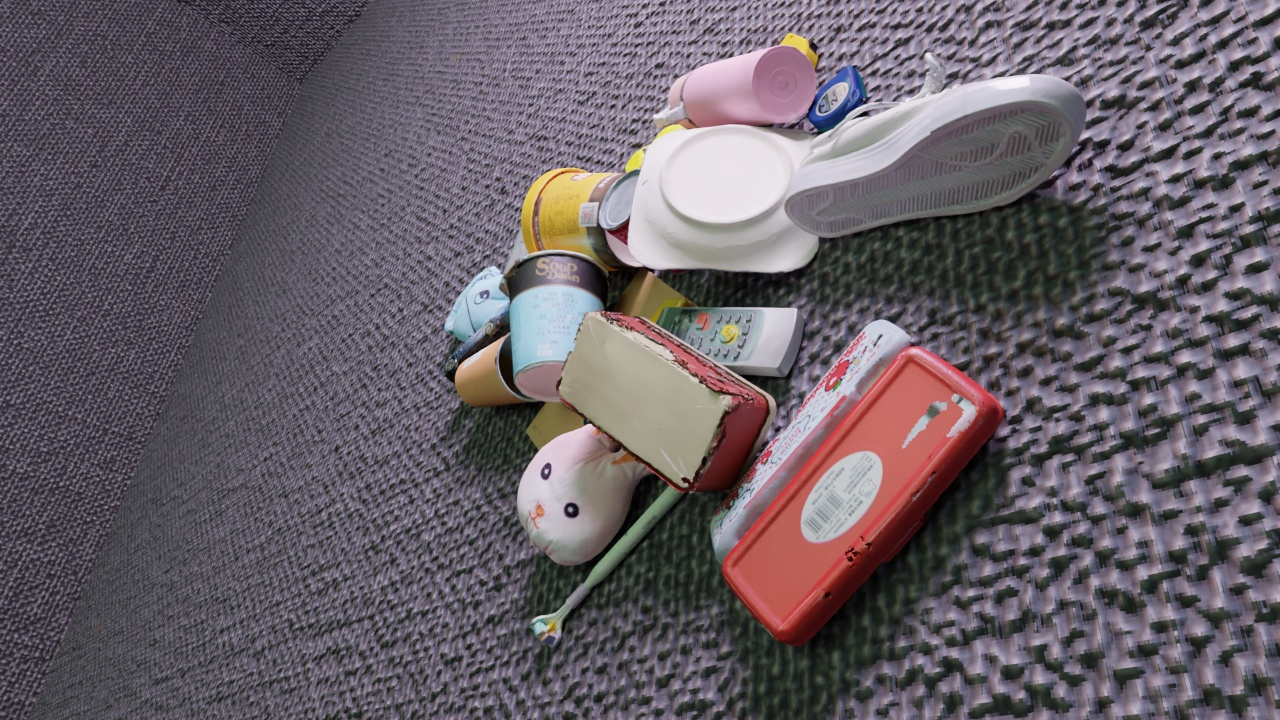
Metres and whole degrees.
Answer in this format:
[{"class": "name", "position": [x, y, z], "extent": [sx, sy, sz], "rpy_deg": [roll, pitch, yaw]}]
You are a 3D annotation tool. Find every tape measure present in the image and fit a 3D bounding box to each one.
[{"class": "tape measure", "position": [0.142, -0.286, 0.886], "extent": [0.060, 0.029, 0.057], "rpy_deg": [-52, 34, 12]}, {"class": "tape measure", "position": [0.173, -0.222, 0.797], "extent": [0.055, 0.025, 0.058], "rpy_deg": [-36, 35, 34]}]

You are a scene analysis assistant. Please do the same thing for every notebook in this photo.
[{"class": "notebook", "position": [-0.028, 0.018, 0.886], "extent": [0.211, 0.012, 0.149], "rpy_deg": [-55, 33, 5]}]

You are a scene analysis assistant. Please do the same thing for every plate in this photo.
[{"class": "plate", "position": [0.073, -0.148, 0.781], "extent": [0.164, 0.034, 0.164], "rpy_deg": [2, 59, 11]}]

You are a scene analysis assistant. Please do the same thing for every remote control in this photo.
[{"class": "remote control", "position": [0.067, -0.017, 0.748], "extent": [0.135, 0.019, 0.056], "rpy_deg": [4, 63, 38]}]

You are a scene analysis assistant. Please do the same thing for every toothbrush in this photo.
[{"class": "toothbrush", "position": [-0.024, 0.165, 0.756], "extent": [0.190, 0.029, 0.020], "rpy_deg": [-49, -6, 13]}]

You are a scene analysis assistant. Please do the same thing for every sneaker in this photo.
[{"class": "sneaker", "position": [0.206, -0.159, 0.655], "extent": [0.243, 0.089, 0.090], "rpy_deg": [-10, 52, 57]}]

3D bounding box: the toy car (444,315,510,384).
[{"class": "toy car", "position": [-0.179, -0.011, 1.068], "extent": [0.121, 0.054, 0.036], "rpy_deg": [-39, 40, 27]}]

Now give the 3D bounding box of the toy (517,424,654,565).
[{"class": "toy", "position": [-0.042, 0.100, 0.794], "extent": [0.159, 0.054, 0.121], "rpy_deg": [-47, 48, 5]}]

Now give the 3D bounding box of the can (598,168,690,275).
[{"class": "can", "position": [0.016, -0.128, 0.866], "extent": [0.067, 0.093, 0.066], "rpy_deg": [-32, 41, 34]}]

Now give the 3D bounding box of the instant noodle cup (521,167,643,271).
[{"class": "instant noodle cup", "position": [-0.043, -0.141, 0.942], "extent": [0.115, 0.118, 0.118], "rpy_deg": [7, 69, 47]}]

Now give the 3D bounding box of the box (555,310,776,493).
[{"class": "box", "position": [0.011, 0.027, 0.710], "extent": [0.168, 0.077, 0.091], "rpy_deg": [33, 107, 39]}]

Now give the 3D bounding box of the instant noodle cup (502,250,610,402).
[{"class": "instant noodle cup", "position": [-0.084, -0.028, 0.899], "extent": [0.111, 0.111, 0.120], "rpy_deg": [-28, 49, 38]}]

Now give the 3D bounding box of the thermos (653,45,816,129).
[{"class": "thermos", "position": [0.080, -0.251, 0.877], "extent": [0.087, 0.067, 0.199], "rpy_deg": [-30, 21, -15]}]

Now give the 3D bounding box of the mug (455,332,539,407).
[{"class": "mug", "position": [-0.150, 0.014, 0.994], "extent": [0.123, 0.078, 0.078], "rpy_deg": [-16, 52, 52]}]

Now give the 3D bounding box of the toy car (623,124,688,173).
[{"class": "toy car", "position": [0.012, -0.217, 1.000], "extent": [0.105, 0.032, 0.048], "rpy_deg": [-45, 35, 18]}]

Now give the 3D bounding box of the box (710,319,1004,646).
[{"class": "box", "position": [0.124, 0.070, 0.604], "extent": [0.201, 0.065, 0.159], "rpy_deg": [-52, 30, 9]}]

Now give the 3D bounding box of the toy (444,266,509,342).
[{"class": "toy", "position": [-0.197, -0.067, 1.142], "extent": [0.162, 0.050, 0.156], "rpy_deg": [-36, 32, 29]}]

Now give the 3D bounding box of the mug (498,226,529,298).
[{"class": "mug", "position": [-0.108, -0.110, 1.043], "extent": [0.124, 0.083, 0.103], "rpy_deg": [138, 153, -73]}]

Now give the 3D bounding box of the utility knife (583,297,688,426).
[{"class": "utility knife", "position": [-0.005, 0.005, 0.839], "extent": [0.154, 0.015, 0.033], "rpy_deg": [-54, 38, 5]}]
